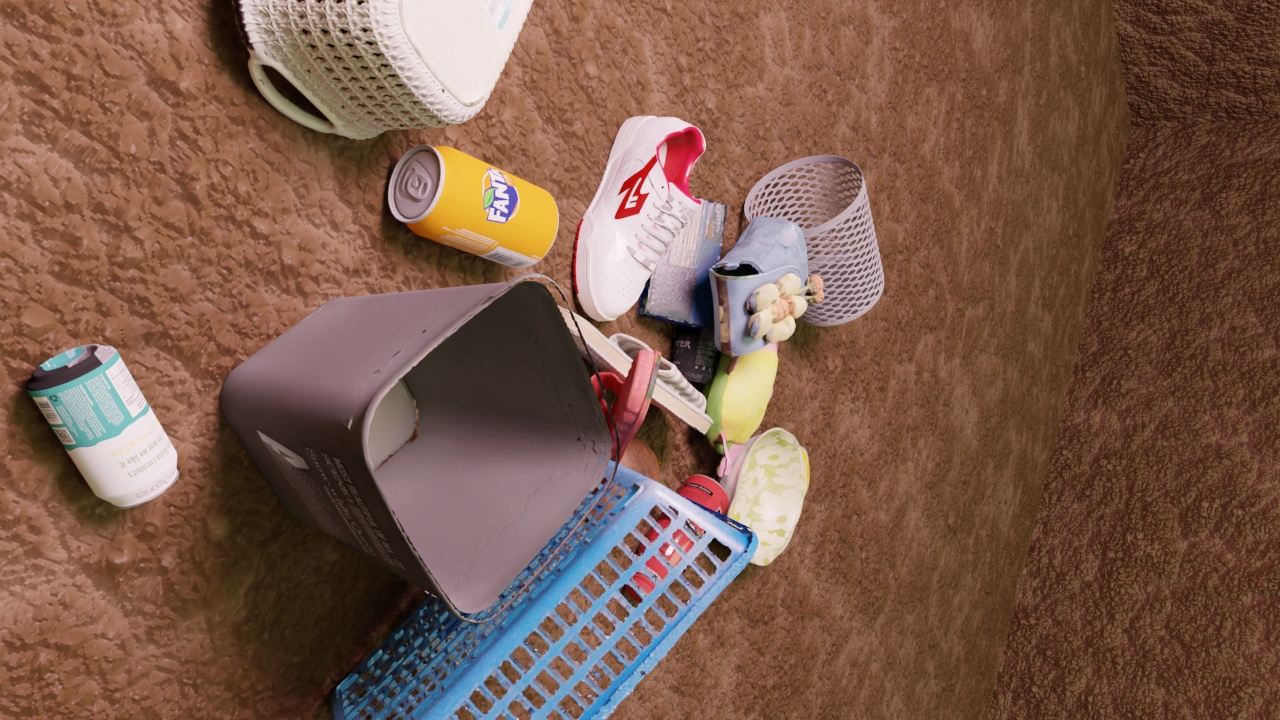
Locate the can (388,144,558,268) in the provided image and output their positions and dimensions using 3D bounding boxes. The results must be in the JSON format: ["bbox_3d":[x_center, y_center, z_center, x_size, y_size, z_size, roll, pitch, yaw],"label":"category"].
[{"bbox_3d":[-0.144,-0.134,0.811,0.142,0.079,0.079,15,84,-52],"label":"can"}]

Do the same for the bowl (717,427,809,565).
[{"bbox_3d":[0.156,0.183,1.264,0.218,0.060,0.188,-27,116,-48],"label":"bowl"}]

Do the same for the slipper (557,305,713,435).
[{"bbox_3d":[-0.006,0.006,0.994,0.054,0.114,0.272,-55,135,-2],"label":"slipper"}]

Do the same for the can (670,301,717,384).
[{"bbox_3d":[0.071,-0.041,1.122,0.054,0.054,0.137,16,83,-52],"label":"can"}]

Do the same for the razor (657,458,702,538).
[{"bbox_3d":[0.038,0.170,1.095,0.106,0.026,0.042,53,41,7],"label":"razor"}]

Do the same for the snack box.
[{"bbox_3d":[0.051,-0.118,1.075,0.082,0.027,0.150,12,86,-19],"label":"snack box"}]

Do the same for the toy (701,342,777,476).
[{"bbox_3d":[0.126,0.032,1.176,0.190,0.088,0.238,28,72,-62],"label":"toy"}]

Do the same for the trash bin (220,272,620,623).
[{"bbox_3d":[-0.172,0.048,0.689,0.196,0.220,0.197,-46,129,-38],"label":"trash bin"}]

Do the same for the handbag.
[{"bbox_3d":[0.153,-0.089,1.079,0.191,0.119,0.122,-45,137,-48],"label":"handbag"}]

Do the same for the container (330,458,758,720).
[{"bbox_3d":[-0.102,0.218,0.739,0.361,0.257,0.089,-44,106,-13],"label":"container"}]

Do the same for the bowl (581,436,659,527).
[{"bbox_3d":[-0.015,0.142,1.039,0.102,0.026,0.114,24,78,-32],"label":"bowl"}]

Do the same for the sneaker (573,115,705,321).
[{"bbox_3d":[0.010,-0.154,0.985,0.090,0.104,0.236,35,68,-49],"label":"sneaker"}]

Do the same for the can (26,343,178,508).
[{"bbox_3d":[-0.348,0.043,0.599,0.054,0.055,0.102,-42,127,-40],"label":"can"}]

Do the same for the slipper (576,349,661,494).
[{"bbox_3d":[-0.040,0.061,0.911,0.249,0.059,0.103,119,-13,-56],"label":"slipper"}]

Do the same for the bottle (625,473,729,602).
[{"bbox_3d":[0.042,0.220,1.121,0.176,0.062,0.062,-49,131,-36],"label":"bottle"}]

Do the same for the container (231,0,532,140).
[{"bbox_3d":[-0.176,-0.292,0.694,0.251,0.143,0.185,-70,154,-16],"label":"container"}]

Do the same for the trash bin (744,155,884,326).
[{"bbox_3d":[0.243,-0.156,1.246,0.156,0.157,0.183,-58,138,-29],"label":"trash bin"}]
